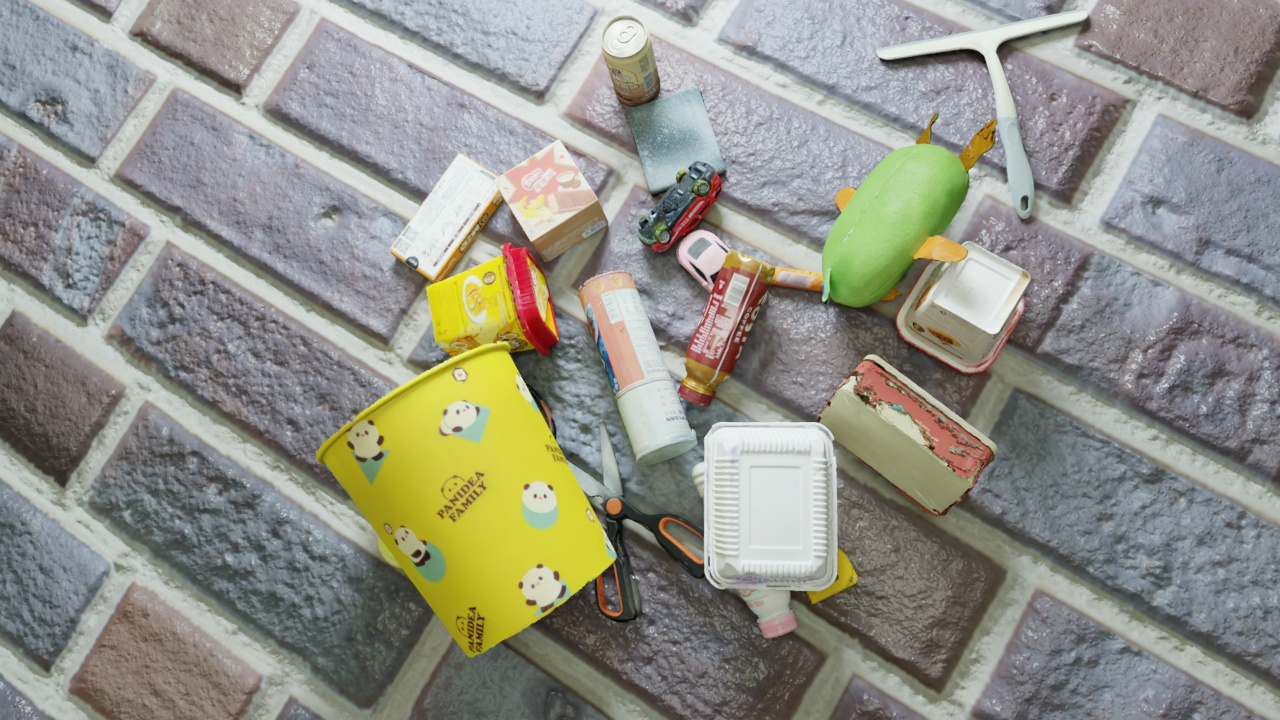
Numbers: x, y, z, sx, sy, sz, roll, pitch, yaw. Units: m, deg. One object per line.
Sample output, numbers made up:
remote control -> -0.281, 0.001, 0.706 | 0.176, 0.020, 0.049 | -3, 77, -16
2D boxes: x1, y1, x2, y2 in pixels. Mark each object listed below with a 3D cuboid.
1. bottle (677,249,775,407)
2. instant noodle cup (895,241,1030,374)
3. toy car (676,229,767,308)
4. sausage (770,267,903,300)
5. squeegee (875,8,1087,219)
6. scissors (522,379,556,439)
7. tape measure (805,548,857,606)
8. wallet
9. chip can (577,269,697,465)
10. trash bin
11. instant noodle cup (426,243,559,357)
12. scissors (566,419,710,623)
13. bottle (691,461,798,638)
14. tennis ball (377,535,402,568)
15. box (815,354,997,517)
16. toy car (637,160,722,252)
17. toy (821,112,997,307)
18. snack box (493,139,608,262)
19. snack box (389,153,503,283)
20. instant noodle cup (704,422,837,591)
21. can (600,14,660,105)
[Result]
bottle -> 0.092, -0.034, 1.027 | 0.057, 0.057, 0.175 | 25, 100, 12
instant noodle cup -> 0.348, -0.061, 0.977 | 0.117, 0.124, 0.116 | 32, 84, 13
toy car -> 0.095, -0.102, 1.068 | 0.056, 0.037, 0.122 | -45, 77, -1
sausage -> 0.217, -0.088, 1.054 | 0.165, 0.021, 0.021 | 10, 80, 10
squeegee -> 0.419, -0.283, 1.057 | 0.246, 0.039, 0.246 | -9, 78, 7
scissors -> -0.178, 0.026, 1.091 | 0.206, 0.015, 0.194 | 25, 84, 13
tape measure -> 0.199, 0.227, 0.988 | 0.060, 0.029, 0.057 | -26, 75, 2
wallet -> 0.043, -0.268, 1.120 | 0.097, 0.019, 0.120 | -17, 75, 3
chip can -> -0.006, 0.006, 1.035 | 0.071, 0.071, 0.214 | -21, 73, 3
trash bin -> -0.168, 0.147, 0.957 | 0.229, 0.229, 0.255 | -33, 86, 0
instant noodle cup -> -0.170, -0.058, 1.053 | 0.124, 0.116, 0.116 | -15, 72, 5
scissors -> -0.011, 0.181, 1.027 | 0.225, 0.021, 0.220 | 5, 83, 20
bottle -> 0.117, 0.197, 0.988 | 0.068, 0.068, 0.197 | -20, 79, 3
tennis ball -> -0.265, 0.203, 1.041 | 0.065, 0.065, 0.065 | -2, 78, 8
box -> 0.274, 0.083, 0.964 | 0.168, 0.092, 0.079 | 38, 55, 13
toy car -> 0.048, -0.178, 1.081 | 0.120, 0.045, 0.053 | -47, 40, 5
toy -> 0.278, -0.157, 0.989 | 0.090, 0.227, 0.247 | 32, 100, -28
snack box -> -0.105, -0.189, 1.093 | 0.093, 0.077, 0.094 | -32, 75, 1
snack box -> -0.236, -0.175, 1.136 | 0.075, 0.026, 0.153 | 33, 84, 14
instant noodle cup -> 0.135, 0.148, 0.933 | 0.138, 0.060, 0.173 | 1, 84, 2
can -> -0.011, -0.356, 1.094 | 0.058, 0.116, 0.058 | -2, 78, 8
